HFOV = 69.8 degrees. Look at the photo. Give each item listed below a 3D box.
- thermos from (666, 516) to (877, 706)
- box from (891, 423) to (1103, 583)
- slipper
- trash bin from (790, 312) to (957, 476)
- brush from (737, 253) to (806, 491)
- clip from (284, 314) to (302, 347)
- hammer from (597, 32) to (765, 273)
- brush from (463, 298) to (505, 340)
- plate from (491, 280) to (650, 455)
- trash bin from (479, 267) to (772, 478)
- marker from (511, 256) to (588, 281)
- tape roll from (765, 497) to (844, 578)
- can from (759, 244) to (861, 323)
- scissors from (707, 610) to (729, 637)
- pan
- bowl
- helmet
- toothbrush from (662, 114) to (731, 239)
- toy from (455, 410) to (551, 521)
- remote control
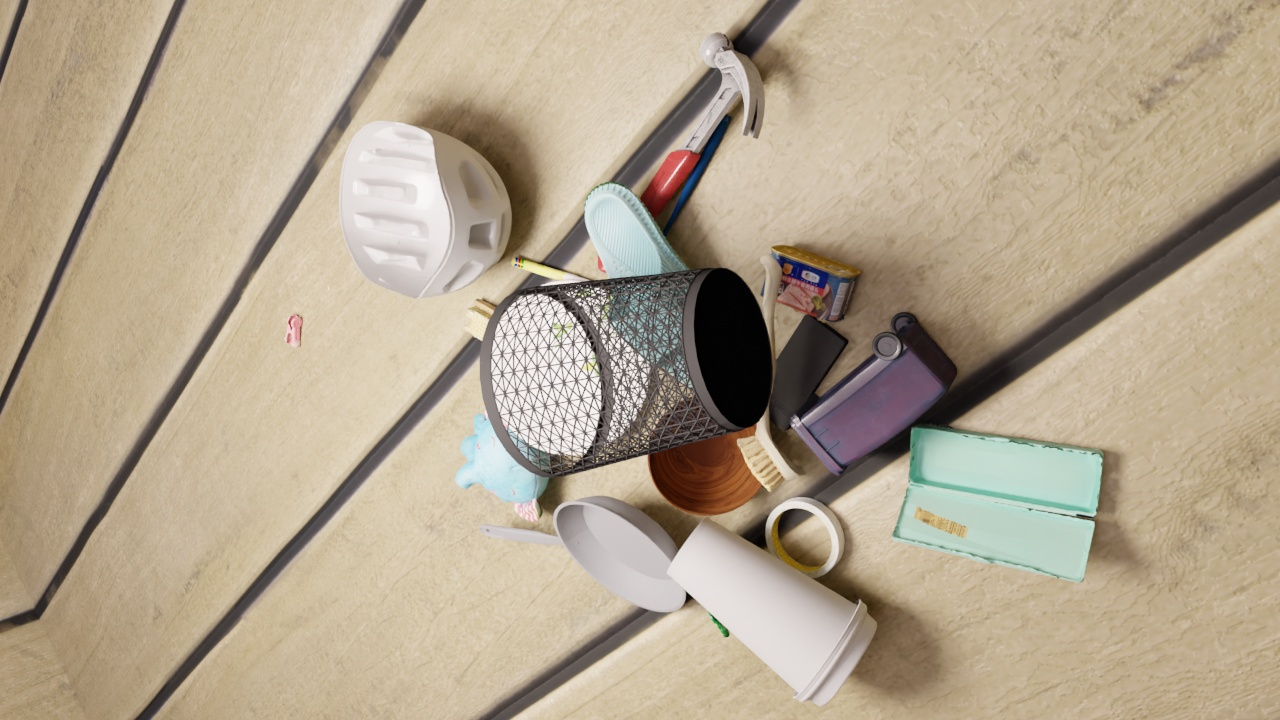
[{"bbox_3d":[0.143,0.276,1.044,0.222,0.131,0.132,35,117,14],"label":"thermos"},{"bbox_3d":[0.361,0.141,0.933,0.187,0.057,0.138,9,86,34],"label":"box"},{"bbox_3d":[0.009,-0.083,1.092,0.116,0.069,0.276,-28,96,38],"label":"slipper"},{"bbox_3d":[0.242,0.037,0.971,0.092,0.093,0.161,49,121,6],"label":"trash bin"},{"bbox_3d":[0.142,0.018,1.013,0.062,0.077,0.272,-140,43,-67],"label":"brush"},{"bbox_3d":[-0.599,-0.051,1.576,0.044,0.023,0.060,5,108,32],"label":"clip"},{"bbox_3d":[0.037,-0.217,1.084,0.317,0.036,0.126,-52,52,34],"label":"hammer"},{"bbox_3d":[-0.202,-0.042,1.292,0.117,0.039,0.049,29,113,26],"label":"brush"},{"bbox_3d":[-0.093,0.010,1.216,0.230,0.030,0.229,0,90,18],"label":"plate"},{"bbox_3d":[-0.006,0.006,0.974,0.244,0.216,0.217,-10,93,33],"label":"trash bin"},{"bbox_3d":[-0.120,-0.118,1.236,0.132,0.014,0.014,19,110,30],"label":"marker"},{"bbox_3d":[0.193,0.209,1.082,0.094,0.019,0.094,8,104,33],"label":"tape roll"},{"bbox_3d":[0.185,-0.084,1.009,0.100,0.053,0.059,24,113,29],"label":"can"},{"bbox_3d":[0.088,0.307,1.122,0.014,0.131,0.071,-31,73,-2],"label":"scissors"},{"bbox_3d":[-0.083,0.242,1.226,0.357,0.050,0.201,5,132,41],"label":"pan"},{"bbox_3d":[0.078,0.105,1.099,0.147,0.069,0.147,-1,102,-6],"label":"bowl"},{"bbox_3d":[-0.305,-0.202,1.242,0.283,0.183,0.224,14,101,25],"label":"helmet"},{"bbox_3d":[0.055,-0.209,1.096,0.017,0.016,0.190,49,122,33],"label":"toothbrush"},{"bbox_3d":[-0.208,0.143,1.296,0.181,0.114,0.183,-5,107,45],"label":"toy"},{"bbox_3d":[0.181,0.015,1.055,0.058,0.013,0.134,41,119,21],"label":"remote control"}]
